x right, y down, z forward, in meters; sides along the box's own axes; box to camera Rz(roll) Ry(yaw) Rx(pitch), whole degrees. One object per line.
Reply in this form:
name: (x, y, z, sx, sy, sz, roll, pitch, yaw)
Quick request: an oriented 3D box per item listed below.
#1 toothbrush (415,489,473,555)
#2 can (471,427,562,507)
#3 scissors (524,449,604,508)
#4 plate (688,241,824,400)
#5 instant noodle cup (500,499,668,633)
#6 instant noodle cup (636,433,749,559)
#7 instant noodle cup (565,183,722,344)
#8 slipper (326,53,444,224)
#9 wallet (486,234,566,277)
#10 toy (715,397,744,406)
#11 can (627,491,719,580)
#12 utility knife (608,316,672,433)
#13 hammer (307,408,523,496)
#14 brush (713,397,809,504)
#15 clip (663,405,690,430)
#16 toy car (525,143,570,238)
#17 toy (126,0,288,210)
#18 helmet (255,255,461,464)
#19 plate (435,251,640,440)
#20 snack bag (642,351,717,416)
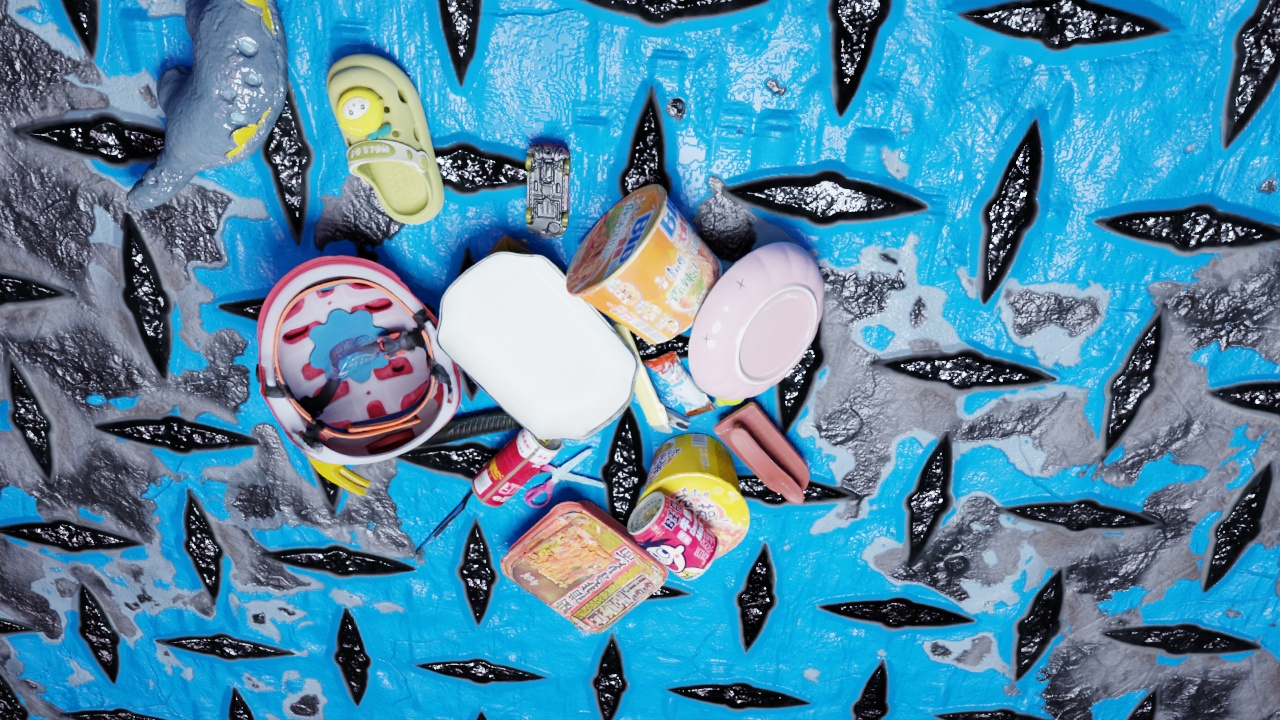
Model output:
toothbrush: (-0.255, 0.214, 1.258, 0.016, 0.014, 0.190, 23, 122, -36)
can: (-0.156, 0.130, 1.160, 0.053, 0.053, 0.133, 37, 122, -16)
scissors: (-0.114, 0.155, 1.211, 0.133, 0.017, 0.130, 16, 119, -3)
plate: (0.138, -0.035, 1.007, 0.192, 0.039, 0.193, -24, 133, -29)
instant noodle cup: (-0.077, 0.267, 1.238, 0.189, 0.079, 0.165, 40, 115, -18)
instant noodle cup: (0.065, 0.166, 1.151, 0.138, 0.109, 0.138, 2, 119, 3)
instant noodle cup: (0.009, -0.097, 0.992, 0.152, 0.151, 0.111, -39, 118, 22)
slipper: (-0.268, -0.225, 0.971, 0.092, 0.081, 0.191, -13, 120, 8)
wallet: (-0.128, -0.081, 1.073, 0.130, 0.035, 0.119, 33, 120, -17)
toy: (0.120, 0.011, 1.104, 0.100, 0.031, 0.097, -7, 119, 3)
can: (0.038, 0.205, 1.074, 0.067, 0.066, 0.094, -40, 109, 23)
utility knife: (-0.007, 0.006, 1.105, 0.031, 0.020, 0.190, -14, 112, 27)
hammer: (-0.289, 0.100, 1.184, 0.301, 0.032, 0.129, -12, 119, 11)
brush: (0.158, 0.119, 1.141, 0.063, 0.069, 0.146, -35, 112, 22)
clip: (0.036, 0.072, 1.150, 0.058, 0.026, 0.043, 21, 112, -12)
toy car: (-0.101, -0.186, 1.008, 0.049, 0.031, 0.106, 5, 119, 2)
toy: (-0.436, -0.284, 0.945, 0.138, 0.091, 0.357, 34, 115, -1)
helmet: (-0.332, -0.007, 1.059, 0.206, 0.144, 0.240, -24, 107, -16)
plate: (-0.117, -0.016, 1.063, 0.162, 0.034, 0.265, -38, 121, 8)
snack bag: (0.049, 0.030, 1.123, 0.048, 0.026, 0.104, -20, 116, 32)
